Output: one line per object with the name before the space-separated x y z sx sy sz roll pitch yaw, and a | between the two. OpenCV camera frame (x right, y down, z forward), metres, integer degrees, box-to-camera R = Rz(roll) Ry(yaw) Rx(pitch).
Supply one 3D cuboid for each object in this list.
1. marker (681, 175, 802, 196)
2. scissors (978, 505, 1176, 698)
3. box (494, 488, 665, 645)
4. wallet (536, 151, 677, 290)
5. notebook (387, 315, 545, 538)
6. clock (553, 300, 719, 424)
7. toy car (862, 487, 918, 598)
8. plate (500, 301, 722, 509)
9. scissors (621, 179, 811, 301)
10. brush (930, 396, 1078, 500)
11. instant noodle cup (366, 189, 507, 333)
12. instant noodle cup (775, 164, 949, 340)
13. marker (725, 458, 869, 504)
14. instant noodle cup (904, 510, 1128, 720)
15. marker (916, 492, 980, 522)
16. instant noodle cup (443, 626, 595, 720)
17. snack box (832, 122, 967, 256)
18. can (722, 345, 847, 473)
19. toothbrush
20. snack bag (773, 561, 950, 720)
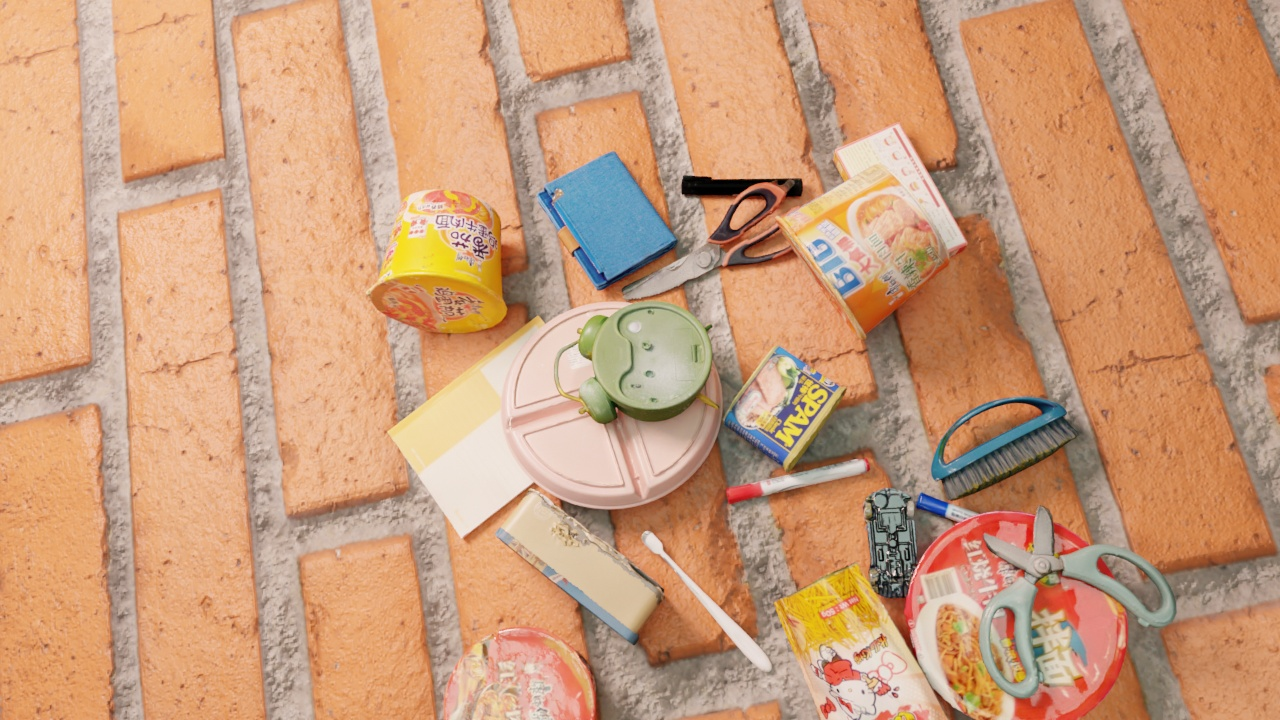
marker | 0.110 -0.191 1.001 0.132 0.022 0.020 2 35 7
scissors | 0.379 0.222 0.809 0.170 0.019 0.174 14 77 10
box | -0.052 0.204 0.890 0.184 0.090 0.063 37 76 14
wallet | -0.038 -0.153 1.000 0.106 0.040 0.133 -31 75 -11
notebook | -0.147 0.068 0.972 0.206 0.010 0.146 -38 75 -4
clock | -0.005 0.005 0.904 0.161 0.056 0.116 -2 65 0
toy car | 0.244 0.177 0.894 0.049 0.031 0.105 -2 78 5
plate | -0.031 0.038 0.937 0.229 0.028 0.229 -1 65 2
scissors | 0.074 -0.129 0.985 0.209 0.015 0.182 10 94 1
brush | 0.347 0.078 0.894 0.144 0.055 0.073 -28 76 -1
instant noodle cup | -0.205 -0.106 0.961 0.138 0.138 0.109 -1 68 6
instant noodle cup | 0.219 -0.111 0.895 0.111 0.151 0.151 -35 75 9
marker | 0.158 0.121 0.924 0.145 0.017 0.017 -13 76 3
instant noodle cup | 0.339 0.239 0.852 0.194 0.066 0.193 -1 77 5
marker | 0.343 0.162 0.895 0.146 0.017 0.017 19 79 10
instant noodle cup | -0.101 0.316 0.857 0.138 0.108 0.137 -1 77 6
snack box | 0.274 -0.171 0.976 0.077 0.027 0.155 -24 75 0
can | 0.143 0.047 0.923 0.083 0.057 0.102 35 82 15
toothbrush | 0.065 0.238 0.909 0.016 0.016 0.180 -43 78 -3
snack bag | 0.206 0.300 0.843 0.129 0.073 0.207 -37 68 34
